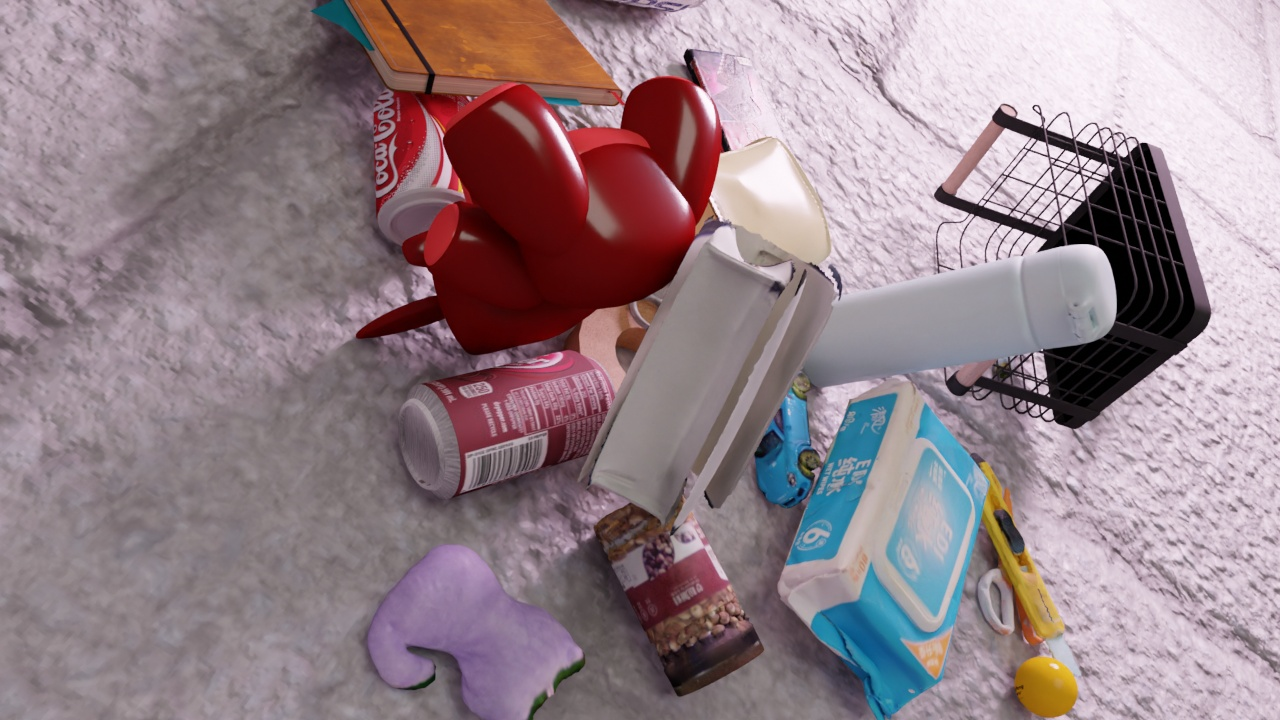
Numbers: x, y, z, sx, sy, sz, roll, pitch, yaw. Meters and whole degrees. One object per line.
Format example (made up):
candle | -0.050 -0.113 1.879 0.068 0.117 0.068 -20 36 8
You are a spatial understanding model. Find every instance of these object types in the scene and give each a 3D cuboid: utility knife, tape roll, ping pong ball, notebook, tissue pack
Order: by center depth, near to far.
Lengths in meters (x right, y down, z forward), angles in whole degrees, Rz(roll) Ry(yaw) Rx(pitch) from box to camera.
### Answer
tape roll | -0.004 0.004 0.601 0.094 0.027 0.093 15 56 -24
tissue pack | 0.162 0.116 0.601 0.117 0.066 0.208 49 49 -18
notebook | -0.136 -0.243 0.627 0.178 0.014 0.249 -7 49 -35
ping pong ball | 0.280 0.226 0.635 0.040 0.040 0.040 15 55 -24
utility knife | 0.282 0.149 0.685 0.030 0.017 0.175 -9 68 -23

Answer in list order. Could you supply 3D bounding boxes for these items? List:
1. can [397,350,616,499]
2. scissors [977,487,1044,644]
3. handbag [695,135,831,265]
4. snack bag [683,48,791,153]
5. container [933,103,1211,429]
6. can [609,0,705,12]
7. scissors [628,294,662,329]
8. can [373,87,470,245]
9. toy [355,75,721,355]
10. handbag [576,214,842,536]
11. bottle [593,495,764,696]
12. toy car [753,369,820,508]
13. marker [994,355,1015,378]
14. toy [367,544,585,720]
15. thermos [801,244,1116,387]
can | -0.073 0.034 0.516 0.113 0.063 0.063 -14 71 -37
scissors | 0.275 0.148 0.699 0.073 0.013 0.131 15 57 -25
handbag | 0.069 -0.098 0.678 0.119 0.081 0.111 -27 86 -41
snack bag | 0.090 -0.204 0.794 0.074 0.018 0.155 -6 68 -35
container | 0.334 -0.079 0.758 0.130 0.163 0.240 17 52 -7
can | -0.006 -0.343 0.776 0.136 0.078 0.078 -4 65 -34
scissors | 0.045 0.012 0.595 0.171 0.014 0.141 -16 70 -33
can | -0.133 -0.125 0.574 0.064 0.064 0.104 6 60 -29
toy | -0.055 -0.067 0.498 0.158 0.198 0.120 -18 83 -38
handbag | 0.047 0.002 0.504 0.074 0.151 0.175 28 15 7
bottle | 0.021 0.129 0.521 0.056 0.056 0.105 -18 73 -38
toy car | 0.093 0.047 0.621 0.032 0.048 0.105 14 57 -25
marker | 0.344 -0.038 0.850 0.017 0.017 0.146 35 50 -9
toy | -0.085 0.144 0.462 0.099 0.037 0.080 42 59 4
thermos | 0.213 -0.029 0.635 0.065 0.207 0.077 61 37 -24
